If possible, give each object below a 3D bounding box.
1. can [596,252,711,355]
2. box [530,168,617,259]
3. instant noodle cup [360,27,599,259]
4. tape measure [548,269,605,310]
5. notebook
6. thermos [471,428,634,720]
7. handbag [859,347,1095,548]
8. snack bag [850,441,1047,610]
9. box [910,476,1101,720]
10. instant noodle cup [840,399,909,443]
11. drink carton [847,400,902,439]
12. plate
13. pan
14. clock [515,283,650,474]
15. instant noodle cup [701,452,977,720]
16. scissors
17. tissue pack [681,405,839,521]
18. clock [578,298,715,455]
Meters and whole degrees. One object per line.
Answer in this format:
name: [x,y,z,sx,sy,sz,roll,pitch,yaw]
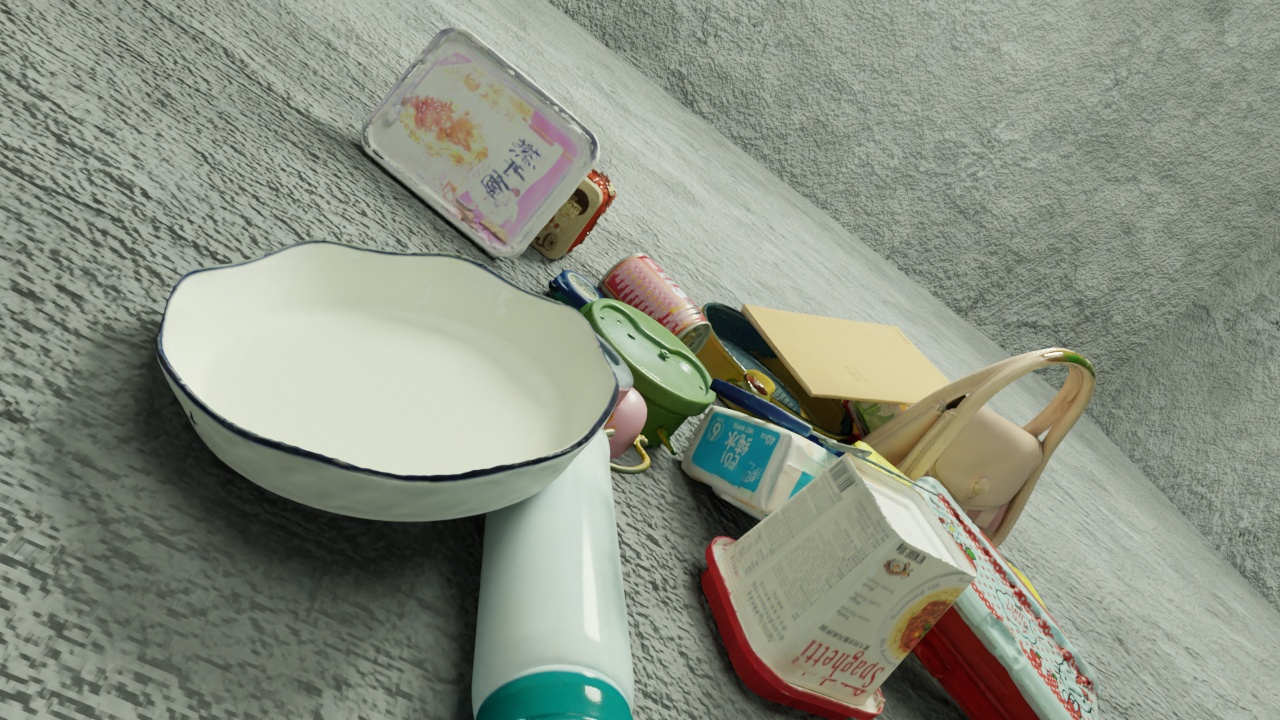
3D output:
can: [0.012,-0.042,0.823,0.094,0.067,0.066,48,21,22]
box: [-0.109,-0.184,0.878,0.168,0.091,0.077,39,23,-1]
instant noodle cup: [-0.135,-0.184,0.797,0.173,0.138,0.060,39,-2,-2]
tape measure: [-0.053,-0.052,0.792,0.058,0.025,0.054,42,17,-4]
notebook: [0.219,-0.001,0.921,0.211,0.012,0.149,6,32,-28]
thermos: [-0.038,0.106,0.412,0.073,0.073,0.224,31,21,-21]
handbag: [0.336,0.078,0.889,0.193,0.235,0.093,23,25,-38]
snack bag: [0.245,0.178,0.757,0.246,0.068,0.157,39,19,-2]
box: [0.230,0.179,0.621,0.201,0.095,0.098,52,3,2]
instant noodle cup: [0.269,0.036,1.065,0.116,0.116,0.123,29,11,-27]
drink carton: [0.256,0.078,0.967,0.122,0.045,0.053,61,5,-32]
plate: [-0.115,0.005,0.434,0.205,0.046,0.204,13,28,-7]
pan: [0.116,0.019,0.859,0.197,0.078,0.356,42,19,7]
clock: [-0.054,0.016,0.572,0.158,0.060,0.117,39,14,20]
instant noodle cup: [0.118,0.132,0.547,0.116,0.124,0.116,27,23,-30]
scissors: [0.122,0.053,0.635,0.162,0.012,0.174,28,-3,0]
tissue pack: [0.096,0.085,0.656,0.090,0.063,0.140,29,-5,-25]
clock: [-0.004,0.004,0.709,0.116,0.056,0.161,36,20,-12]
